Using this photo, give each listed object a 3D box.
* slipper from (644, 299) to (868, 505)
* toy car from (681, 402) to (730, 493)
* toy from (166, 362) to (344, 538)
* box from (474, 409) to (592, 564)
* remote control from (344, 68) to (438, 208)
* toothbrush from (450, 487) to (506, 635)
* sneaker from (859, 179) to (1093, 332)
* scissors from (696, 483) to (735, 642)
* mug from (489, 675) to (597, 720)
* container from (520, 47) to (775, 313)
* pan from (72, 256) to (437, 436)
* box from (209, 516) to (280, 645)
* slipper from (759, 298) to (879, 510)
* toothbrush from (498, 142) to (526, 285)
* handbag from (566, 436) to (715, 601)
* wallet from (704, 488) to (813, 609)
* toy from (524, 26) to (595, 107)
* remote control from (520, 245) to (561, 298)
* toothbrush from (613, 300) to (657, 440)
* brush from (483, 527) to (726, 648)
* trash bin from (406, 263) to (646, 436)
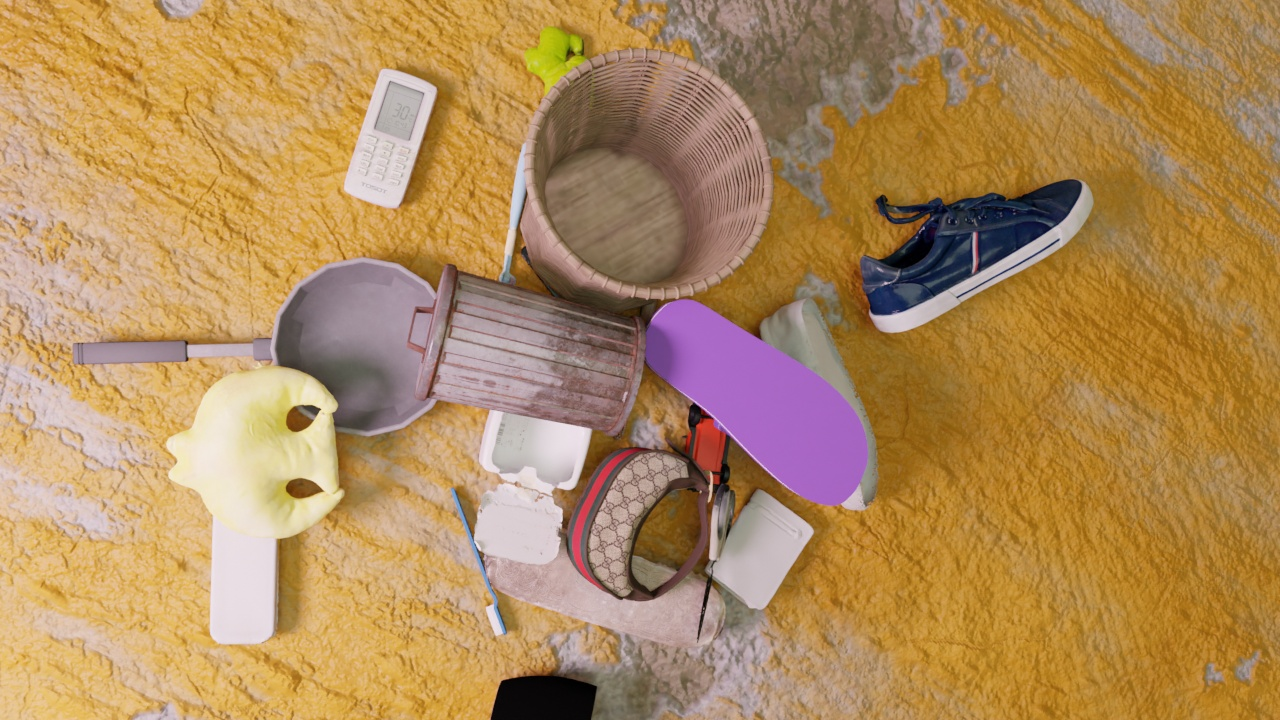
[{"bbox_3d":[0.113,0.037,0.943,0.266,0.084,0.107,37,86,-8],"label":"slipper"},{"bbox_3d":[0.071,0.094,1.004,0.051,0.049,0.100,8,89,-12],"label":"toy car"},{"bbox_3d":[-0.364,0.087,0.871,0.154,0.064,0.170,-2,97,-13],"label":"toy"},{"bbox_3d":[-0.116,0.117,0.952,0.110,0.083,0.190,14,71,-10],"label":"box"},{"bbox_3d":[-0.255,-0.227,0.941,0.060,0.025,0.138,18,87,-12],"label":"remote control"},{"bbox_3d":[-0.174,0.214,0.971,0.014,0.016,0.166,-20,94,-8],"label":"toothbrush"},{"bbox_3d":[0.370,-0.154,1.036,0.294,0.121,0.127,-29,109,-7],"label":"sneaker"},{"bbox_3d":[0.081,0.213,0.977,0.013,0.131,0.170,7,104,19],"label":"scissors"},{"bbox_3d":[-0.106,0.385,0.963,0.100,0.084,0.119,13,118,0],"label":"mug"},{"bbox_3d":[-0.012,-0.154,0.894,0.226,0.196,0.226,2,83,-14],"label":"container"},{"bbox_3d":[-0.365,-0.012,0.914,0.357,0.041,0.178,-2,91,-12],"label":"pan"},{"bbox_3d":[-0.393,0.178,0.918,0.064,0.033,0.209,2,90,-10],"label":"box"},{"bbox_3d":[0.201,0.055,1.019,0.112,0.075,0.247,-32,100,-41],"label":"slipper"},{"bbox_3d":[-0.131,-0.155,0.974,0.022,0.016,0.155,9,90,-45],"label":"toothbrush"},{"bbox_3d":[0.007,0.165,0.942,0.138,0.063,0.166,32,78,-24],"label":"handbag"},{"bbox_3d":[0.131,0.211,1.026,0.086,0.032,0.116,42,74,-6],"label":"wallet"},{"bbox_3d":[-0.081,-0.303,0.973,0.093,0.036,0.094,32,78,-6],"label":"toy"},{"bbox_3d":[-0.069,-0.069,0.987,0.041,0.020,0.152,-38,97,-8],"label":"remote control"},{"bbox_3d":[-0.006,0.006,1.003,0.016,0.016,0.167,14,87,-11],"label":"toothbrush"},{"bbox_3d":[-0.035,0.238,0.979,0.271,0.057,0.083,20,85,-12],"label":"brush"},{"bbox_3d":[-0.114,-0.008,0.879,0.211,0.131,0.131,13,88,-15],"label":"trash bin"}]
